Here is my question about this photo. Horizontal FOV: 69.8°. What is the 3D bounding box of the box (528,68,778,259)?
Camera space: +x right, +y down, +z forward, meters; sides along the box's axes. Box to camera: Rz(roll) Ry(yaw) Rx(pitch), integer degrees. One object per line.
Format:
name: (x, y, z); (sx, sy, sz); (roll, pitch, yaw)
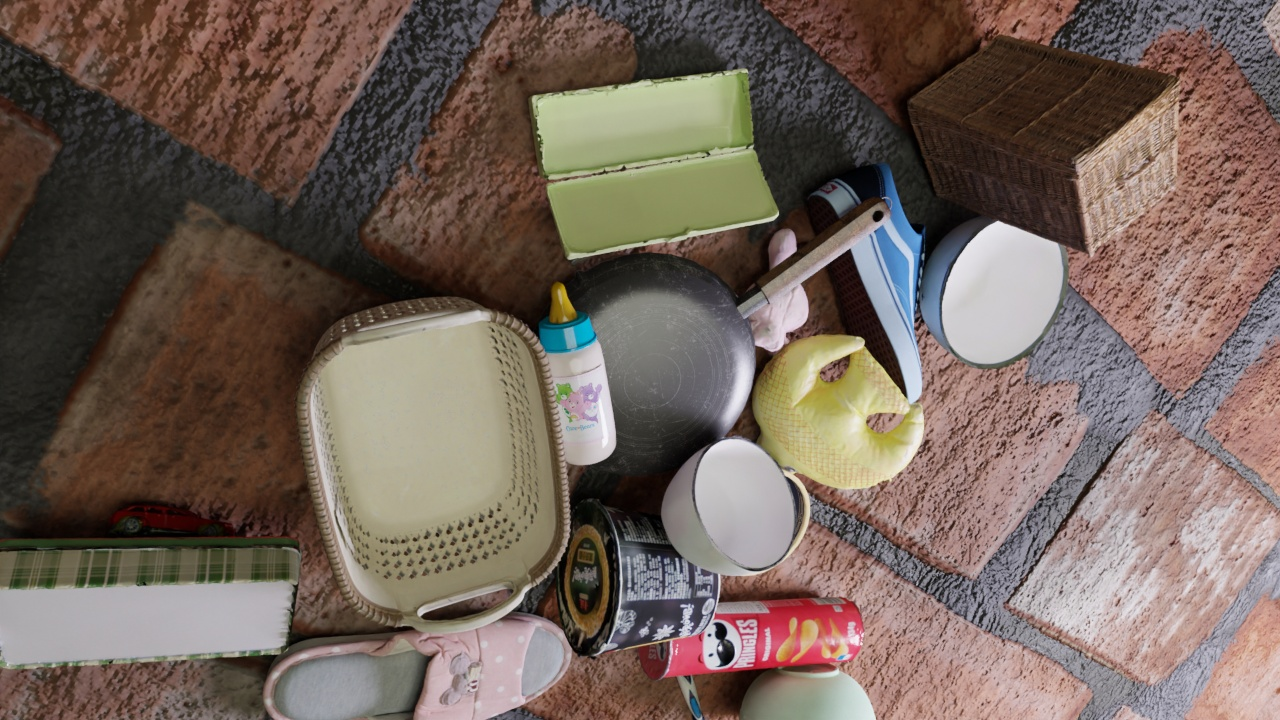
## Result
box: (0.011, -0.161, 0.743); (0.187, 0.044, 0.141); (-14, 88, -17)

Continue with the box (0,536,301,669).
box: (-0.366, 0.179, 0.691); (0.205, 0.049, 0.118); (2, 133, -23)

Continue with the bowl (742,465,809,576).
bowl: (0.099, 0.143, 0.887); (0.112, 0.061, 0.112); (-8, 111, -20)

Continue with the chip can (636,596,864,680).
chip can: (0.116, 0.281, 0.939); (0.232, 0.073, 0.073); (4, 107, -25)

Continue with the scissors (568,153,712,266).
scissors: (0.007, -0.136, 0.776); (0.170, 0.014, 0.095); (-12, 111, -20)

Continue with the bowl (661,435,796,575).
bowl: (0.070, 0.129, 0.782); (0.116, 0.066, 0.116); (17, 59, -32)

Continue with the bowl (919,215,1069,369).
bowl: (0.336, -0.074, 0.901); (0.153, 0.073, 0.153); (-8, 112, -20)

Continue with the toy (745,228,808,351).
toy: (0.127, -0.063, 0.834); (0.063, 0.047, 0.110); (24, 88, -31)

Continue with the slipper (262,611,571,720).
slipper: (-0.191, 0.286, 0.822); (0.274, 0.054, 0.114); (0, 109, -22)

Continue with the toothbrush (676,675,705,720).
toothbrush: (0.064, 0.385, 0.985); (0.016, 0.017, 0.189); (-24, 116, -13)

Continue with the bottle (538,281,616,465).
bottle: (-0.052, 0.009, 0.712); (0.051, 0.051, 0.146); (-16, 113, -17)

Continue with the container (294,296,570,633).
container: (-0.160, 0.067, 0.706); (0.184, 0.143, 0.246); (-12, 112, -18)

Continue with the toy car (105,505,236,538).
toy car: (-0.359, 0.135, 0.704); (0.091, 0.036, 0.042); (15, 131, -25)

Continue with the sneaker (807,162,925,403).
sneaker: (0.241, -0.071, 0.859); (0.098, 0.083, 0.241); (-29, 114, -11)

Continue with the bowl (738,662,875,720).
bowl: (0.174, 0.360, 0.962); (0.150, 0.151, 0.077); (3, 82, -24)

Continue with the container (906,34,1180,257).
container: (0.346, -0.187, 0.793); (0.113, 0.198, 0.113); (-38, 130, -8)

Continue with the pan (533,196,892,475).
pan: (0.070, -0.032, 0.775); (0.357, 0.040, 0.208); (-34, 114, 2)

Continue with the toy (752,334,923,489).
toy: (0.179, 0.059, 0.873); (0.155, 0.064, 0.170); (-40, 101, 23)

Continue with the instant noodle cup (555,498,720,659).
instant noodle cup: (0.000, 0.195, 0.822); (0.112, 0.137, 0.137); (6, 106, -25)
